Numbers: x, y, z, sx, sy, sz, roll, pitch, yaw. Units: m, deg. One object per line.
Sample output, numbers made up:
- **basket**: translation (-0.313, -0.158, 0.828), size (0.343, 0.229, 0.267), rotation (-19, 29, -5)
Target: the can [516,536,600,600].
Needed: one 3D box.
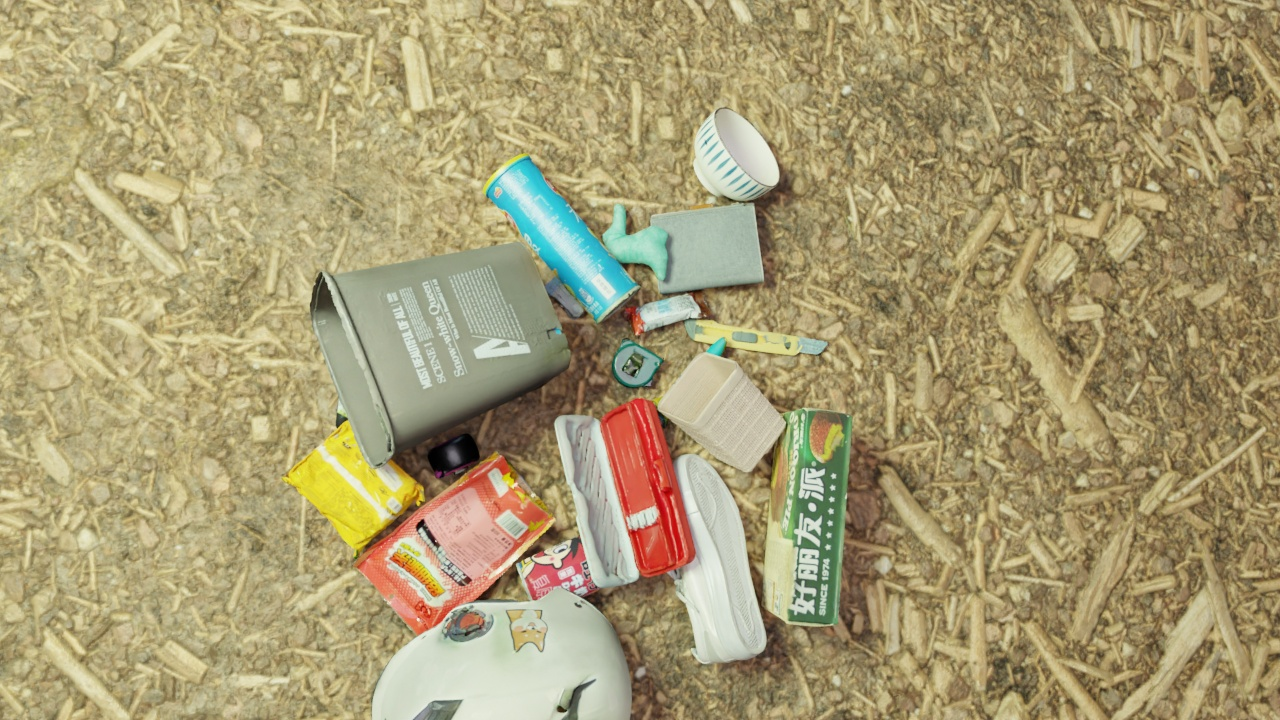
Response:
- **can**: translation (-0.087, 0.244, 1.051), size (0.093, 0.066, 0.066), rotation (-22, 87, -9)

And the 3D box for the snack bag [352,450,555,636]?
- **snack bag**: translation (-0.208, 0.210, 1.045), size (0.207, 0.073, 0.128), rotation (-41, 92, -5)

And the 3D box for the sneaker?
- **sneaker**: translation (0.069, 0.232, 1.072), size (0.091, 0.089, 0.242), rotation (-29, 66, 33)

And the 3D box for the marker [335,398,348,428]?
- **marker**: translation (-0.341, 0.021, 1.070), size (0.018, 0.015, 0.124), rotation (6, 86, -6)

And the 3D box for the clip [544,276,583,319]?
- **clip**: translation (-0.092, -0.074, 1.109), size (0.026, 0.037, 0.058), rotation (-40, 91, -14)

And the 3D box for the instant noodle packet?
- **instant noodle packet**: translation (-0.322, 0.144, 1.044), size (0.110, 0.044, 0.128), rotation (-43, 91, -9)

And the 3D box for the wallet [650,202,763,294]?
- **wallet**: translation (0.081, -0.140, 1.128), size (0.130, 0.037, 0.106), rotation (-7, 84, 4)

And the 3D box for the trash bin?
- **trash bin**: translation (-0.215, -0.016, 0.990), size (0.219, 0.199, 0.199), rotation (-20, 86, -25)

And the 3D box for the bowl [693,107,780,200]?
- **bowl**: translation (0.108, -0.242, 1.119), size (0.066, 0.116, 0.116), rotation (-35, 89, 35)

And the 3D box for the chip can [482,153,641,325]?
- **chip can**: translation (-0.093, -0.143, 1.089), size (0.071, 0.071, 0.210), rotation (-41, 90, -10)

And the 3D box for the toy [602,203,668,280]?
- **toy**: translation (-0.010, -0.143, 1.112), size (0.092, 0.030, 0.096), rotation (0, 85, 19)

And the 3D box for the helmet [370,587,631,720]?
- **helmet**: translation (-0.126, 0.372, 0.943), size (0.273, 0.157, 0.230), rotation (-9, 107, -22)

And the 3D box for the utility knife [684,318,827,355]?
- **utility knife**: translation (0.143, -0.027, 1.139), size (0.182, 0.019, 0.031), rotation (8, 89, -11)

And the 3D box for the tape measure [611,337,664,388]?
- **tape measure**: translation (-0.007, 0.006, 1.108), size (0.058, 0.025, 0.054), rotation (30, 80, -3)

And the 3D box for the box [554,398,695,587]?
- **box**: translation (-0.019, 0.144, 1.033), size (0.095, 0.100, 0.201), rotation (-28, 69, 33)

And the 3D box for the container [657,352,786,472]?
- **container**: translation (0.099, 0.063, 1.070), size (0.111, 0.090, 0.090), rotation (44, 78, -26)

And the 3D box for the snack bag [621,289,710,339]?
- **snack bag**: translation (0.032, -0.059, 1.118), size (0.105, 0.026, 0.045), rotation (-16, 55, -7)

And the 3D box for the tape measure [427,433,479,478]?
- **tape measure**: translation (-0.214, 0.111, 1.055), size (0.057, 0.058, 0.039), rotation (-25, 88, -12)

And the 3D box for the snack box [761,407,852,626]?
- **snack box**: translation (0.191, 0.179, 1.070), size (0.063, 0.114, 0.240), rotation (7, 82, -6)

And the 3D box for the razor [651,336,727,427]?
- **razor**: translation (0.059, 0.022, 1.113), size (0.043, 0.028, 0.132), rotation (41, 84, 25)
